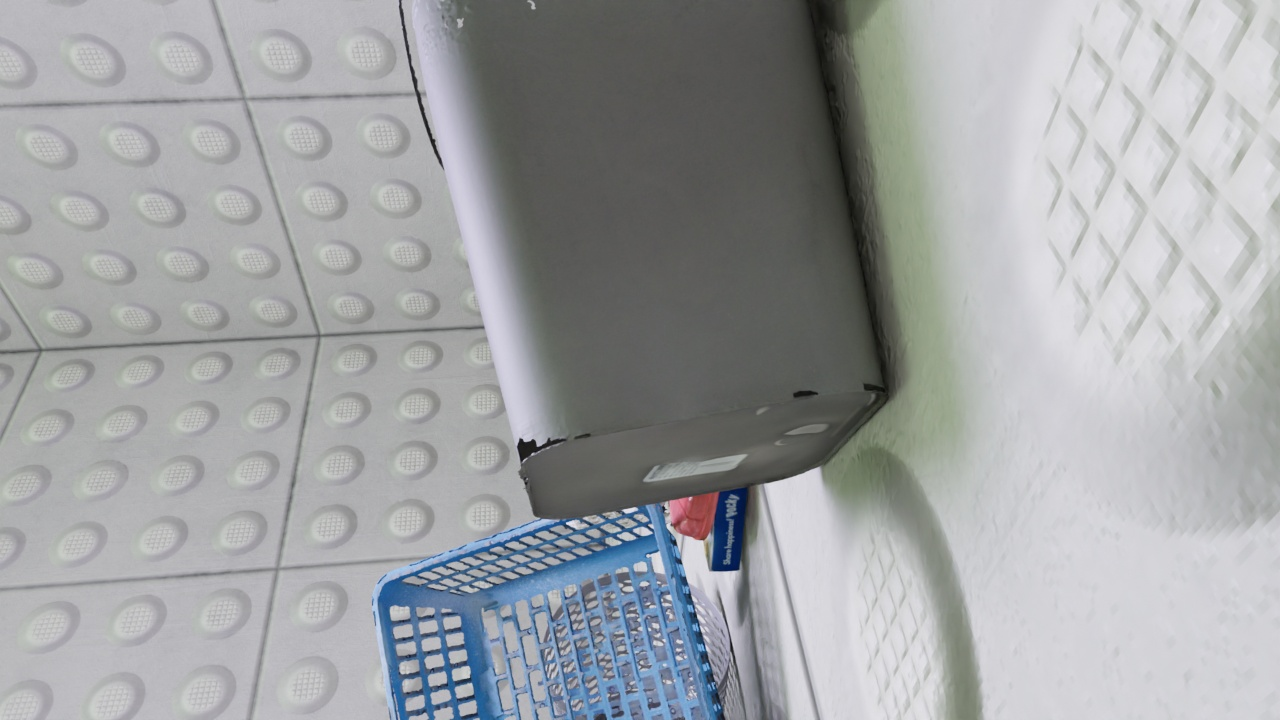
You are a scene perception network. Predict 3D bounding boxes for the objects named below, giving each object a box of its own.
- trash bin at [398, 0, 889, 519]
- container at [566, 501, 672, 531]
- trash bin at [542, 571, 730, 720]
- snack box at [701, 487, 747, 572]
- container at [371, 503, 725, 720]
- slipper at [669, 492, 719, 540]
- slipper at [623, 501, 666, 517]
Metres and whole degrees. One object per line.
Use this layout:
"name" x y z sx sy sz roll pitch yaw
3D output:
"trash bin" 0.003 -0.055 0.443 0.198 0.197 0.220 99 160 -69
"container" -0.037 0.088 1.104 0.251 0.143 0.185 -100 -6 -51
"trash bin" -0.001 0.309 0.817 0.156 0.156 0.184 -100 6 -53
"snack box" 0.056 0.088 0.735 0.150 0.026 0.082 -104 14 -59
"container" -0.040 0.298 0.652 0.089 0.258 0.361 20 -129 -62
"slipper" 0.033 0.005 0.645 0.103 0.059 0.249 -135 51 -77
"slipper" -0.005 0.005 0.795 0.115 0.054 0.272 -48 42 43
